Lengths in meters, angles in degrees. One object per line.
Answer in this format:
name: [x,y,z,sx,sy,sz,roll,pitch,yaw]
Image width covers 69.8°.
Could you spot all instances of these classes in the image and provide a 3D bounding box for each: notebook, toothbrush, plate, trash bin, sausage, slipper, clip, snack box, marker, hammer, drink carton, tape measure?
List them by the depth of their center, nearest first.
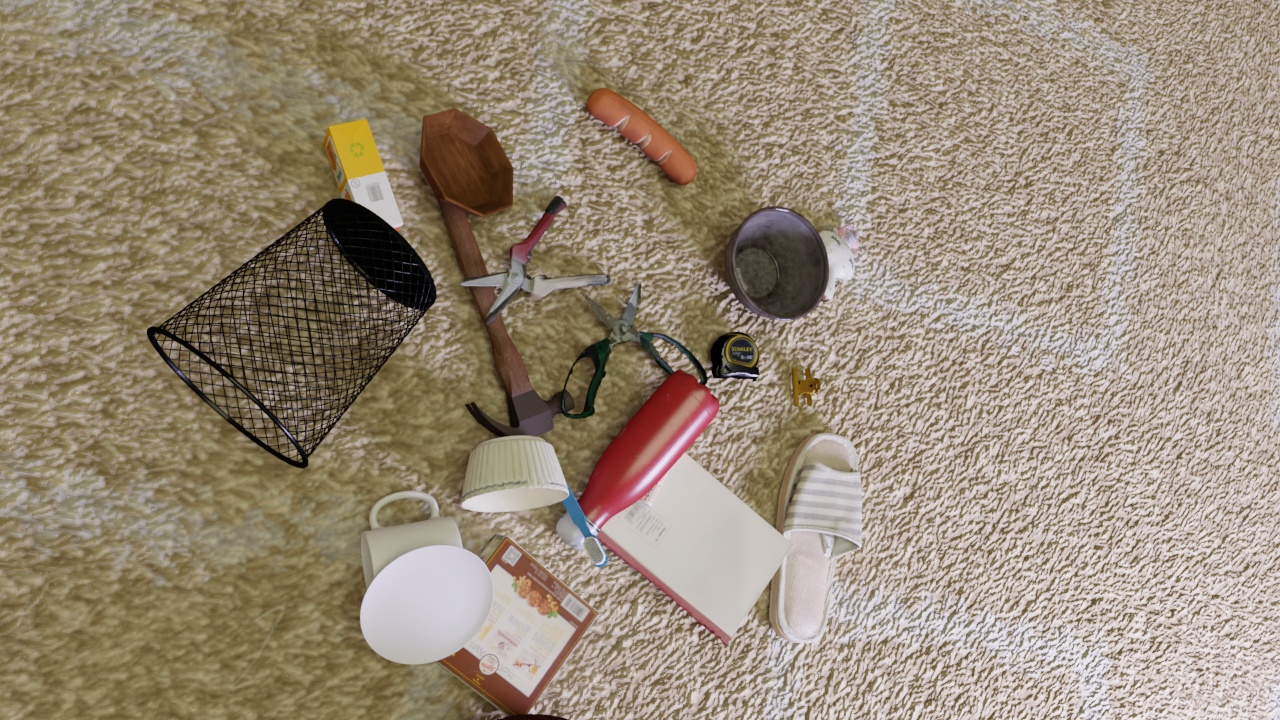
trash bin: [-0.321,-0.035,0.888,0.184,0.184,0.209,45,63,-14]
plate: [-0.214,0.244,0.923,0.134,0.011,0.135,-9,112,-24]
drink carton: [-0.295,-0.185,0.976,0.040,0.059,0.122,-20,93,-26]
snack box: [-0.144,0.291,1.001,0.143,0.041,0.146,43,69,-15]
plate: [-0.198,-0.215,1.020,0.131,0.025,0.131,25,54,-40]
toothbrush: [-0.081,0.155,1.022,0.016,0.014,0.166,-32,70,3]
hammer: [-0.175,-0.065,1.034,0.115,0.033,0.323,-21,92,-29]
notebook: [0.066,0.215,1.103,0.209,0.012,0.152,41,70,-3]
marker: [0.038,0.110,1.106,0.017,0.017,0.145,36,68,-17]
sausage: [0.005,-0.279,1.136,0.164,0.039,0.044,36,74,-17]
tape measure: [0.119,-0.006,1.160,0.061,0.034,0.061,5,84,-25]
slipper: [0.226,0.226,1.177,0.114,0.054,0.272,18,78,-17]
clip: [0.215,0.034,1.198,0.046,0.048,0.054,-3,85,16]

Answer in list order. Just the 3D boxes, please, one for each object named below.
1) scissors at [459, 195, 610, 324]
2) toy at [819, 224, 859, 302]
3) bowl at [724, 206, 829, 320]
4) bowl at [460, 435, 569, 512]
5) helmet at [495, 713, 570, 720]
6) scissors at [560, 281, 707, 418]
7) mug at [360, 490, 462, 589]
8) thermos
scissors: [-0.112,-0.108,1.060,0.179,0.015,0.198,25,63,-29]
toy: [0.258,-0.138,1.238,0.079,0.038,0.122,46,65,-6]
bowl: [0.163,-0.118,1.175,0.144,0.067,0.145,3,83,-25]
bowl: [-0.138,0.121,0.991,0.115,0.116,0.062,2,69,-25]
helmet: [-0.113,0.473,0.881,0.233,0.235,0.252,27,55,-25]
scissors: [-0.006,0.006,1.100,0.205,0.015,0.201,32,65,-22]
mug: [-0.241,0.189,0.957,0.090,0.074,0.110,-7,66,-25]
thermos: [-0.008,0.119,1.062,0.073,0.073,0.239,45,79,-14]
